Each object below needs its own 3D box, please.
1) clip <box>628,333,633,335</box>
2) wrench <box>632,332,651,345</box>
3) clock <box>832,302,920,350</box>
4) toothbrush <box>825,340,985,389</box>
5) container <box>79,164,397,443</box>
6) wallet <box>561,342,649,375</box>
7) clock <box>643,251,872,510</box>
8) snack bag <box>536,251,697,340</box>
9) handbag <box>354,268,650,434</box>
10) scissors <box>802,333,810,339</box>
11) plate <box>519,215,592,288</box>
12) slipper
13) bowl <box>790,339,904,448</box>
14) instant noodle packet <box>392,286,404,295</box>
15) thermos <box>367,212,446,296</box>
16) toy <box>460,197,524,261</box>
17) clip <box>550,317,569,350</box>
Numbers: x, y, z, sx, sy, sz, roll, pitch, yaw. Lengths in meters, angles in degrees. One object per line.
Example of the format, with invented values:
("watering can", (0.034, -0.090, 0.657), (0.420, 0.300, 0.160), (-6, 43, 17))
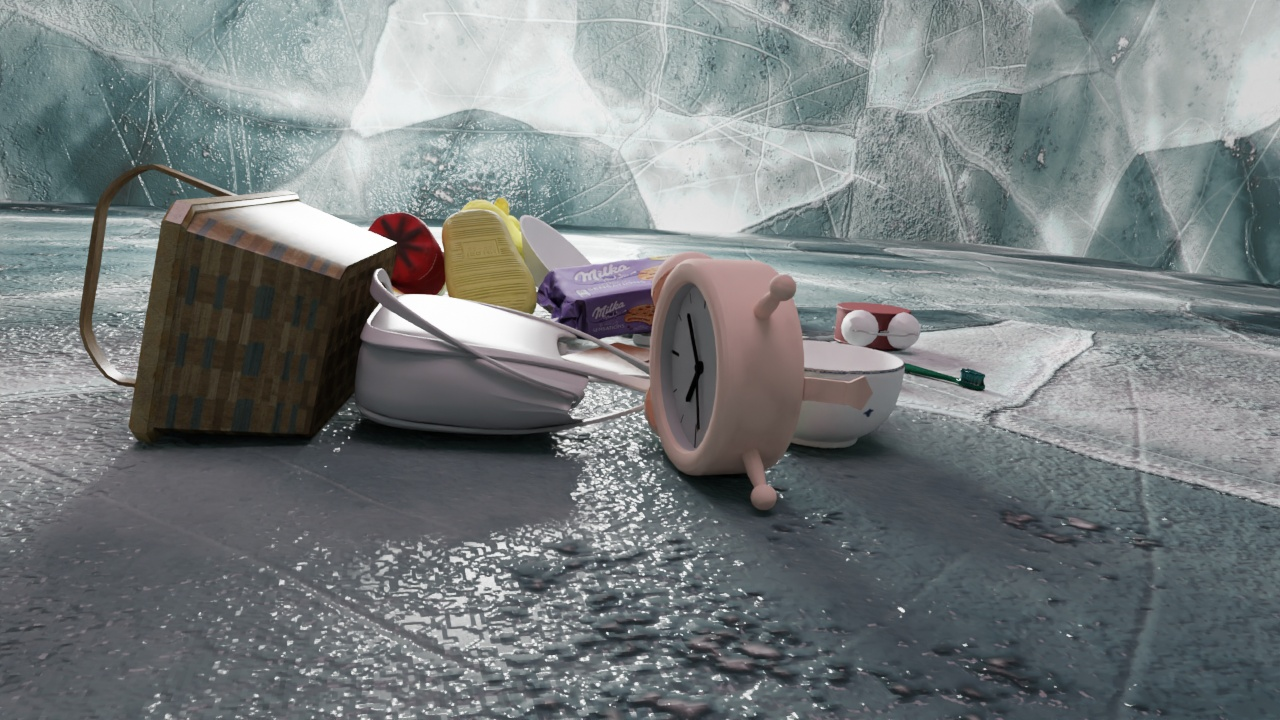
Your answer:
("clip", (0.028, -0.053, 1.090), (0.163, 0.028, 0.106), (-5, 15, -38))
("wrench", (0.113, -0.008, 0.923), (0.274, 0.018, 0.086), (11, 14, 36))
("clock", (0.266, -0.038, 1.047), (0.087, 0.044, 0.124), (3, 12, -2))
("toothbrush", (0.260, 0.001, 0.922), (0.016, 0.017, 0.190), (-6, 15, -39))
("container", (-0.291, -0.044, 0.647), (0.186, 0.158, 0.250), (14, 11, -8))
("wallet", (-0.005, 0.005, 0.833), (0.121, 0.013, 0.087), (14, 20, 40))
("clock", (0.058, 0.003, 0.566), (0.086, 0.131, 0.160), (-2, 12, -25))
("snack bag", (-0.005, -0.068, 0.986), (0.205, 0.058, 0.096), (-9, 29, -17))
("handbag", (-0.085, -0.004, 0.671), (0.222, 0.096, 0.215), (7, 13, -10))
("scissors", (0.121, -0.028, 1.019), (0.131, 0.019, 0.149), (10, 12, 19))
("plate", (-0.094, -0.099, 1.113), (0.174, 0.036, 0.173), (43, 16, -16))
("slipper", (-0.174, -0.089, 1.016), (0.091, 0.082, 0.190), (-9, 49, -17))
("bowl", (0.127, 0.024, 0.653), (0.113, 0.063, 0.113), (3, 11, -1))
("instant noodle packet", (-0.265, -0.052, 0.901), (0.220, 0.084, 0.164), (18, -1, -34))
("thermos", (-0.260, -0.108, 1.065), (0.073, 0.073, 0.240), (3, -6, -4))
("toy", (-0.185, -0.138, 1.162), (0.092, 0.134, 0.207), (-2, 14, 1))
("clip", (-0.099, -0.012, 0.867), (0.057, 0.054, 0.102), (39, 12, -2))
